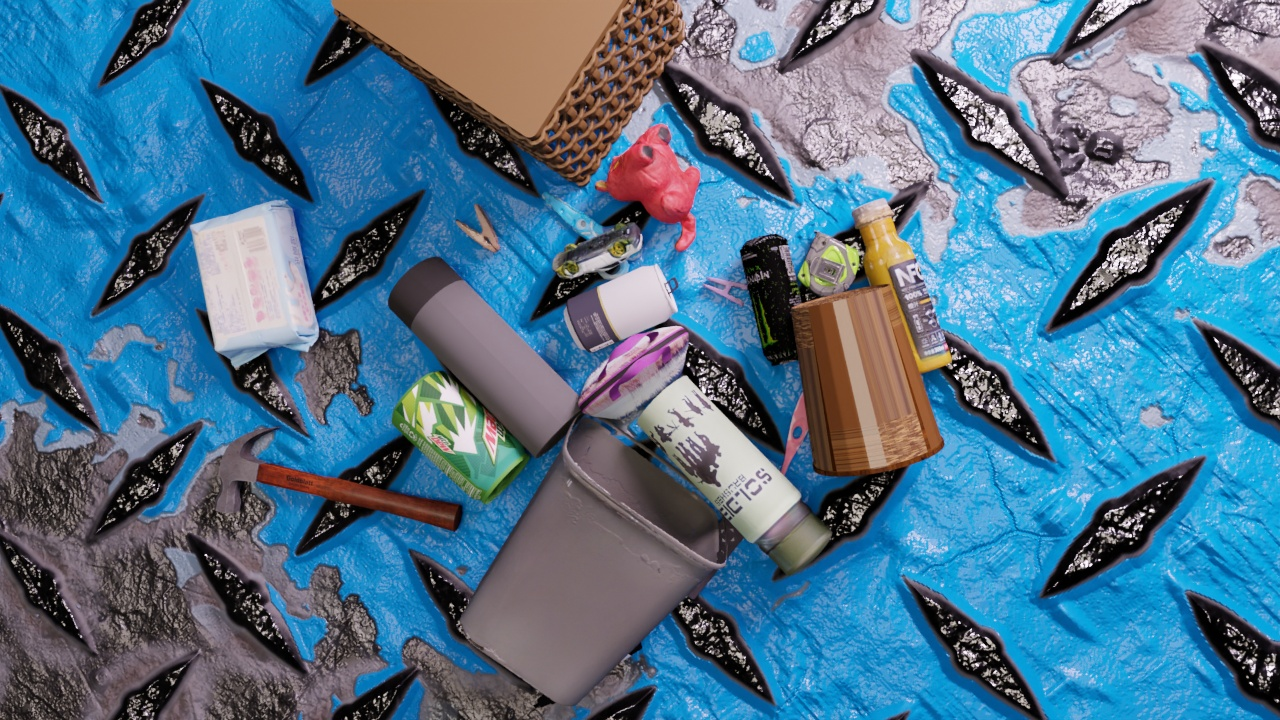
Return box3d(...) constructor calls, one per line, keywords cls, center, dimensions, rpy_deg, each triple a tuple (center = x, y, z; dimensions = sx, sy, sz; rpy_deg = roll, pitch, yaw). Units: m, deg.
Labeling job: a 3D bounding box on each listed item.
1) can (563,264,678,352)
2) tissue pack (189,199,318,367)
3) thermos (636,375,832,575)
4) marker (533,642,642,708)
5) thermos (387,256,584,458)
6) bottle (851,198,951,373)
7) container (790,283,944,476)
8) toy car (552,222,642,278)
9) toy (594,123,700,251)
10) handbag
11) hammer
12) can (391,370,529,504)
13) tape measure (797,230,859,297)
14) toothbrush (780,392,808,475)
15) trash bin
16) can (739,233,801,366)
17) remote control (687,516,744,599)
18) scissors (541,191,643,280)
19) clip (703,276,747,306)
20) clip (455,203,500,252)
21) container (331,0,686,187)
box3d(cls="can", center=(-0.017, -0.059, 1.007), dimensions=(0.127, 0.064, 0.064), rpy_deg=(-23, 86, 8))
box3d(cls="tissue pack", center=(-0.449, -0.089, 1.076), dimensions=(0.112, 0.070, 0.182), rpy_deg=(-12, 90, 9))
box3d(cls="thermos", center=(0.100, 0.126, 0.974), dimensions=(0.082, 0.082, 0.231), rpy_deg=(-46, 78, 6))
box3d(cls="marker", center=(-0.063, 0.356, 1.039), dimensions=(0.146, 0.019, 0.019), rpy_deg=(-34, 85, 8))
box3d(cls="thermos", center=(-0.170, -0.005, 1.023), dimensions=(0.240, 0.082, 0.082), rpy_deg=(45, 96, 6))
box3d(cls="bottle", center=(0.272, -0.077, 0.966), dimensions=(0.053, 0.053, 0.186), rpy_deg=(-19, 87, 9))
box3d(cls="container", center=(0.220, 0.016, 0.924), dimensions=(0.132, 0.132, 0.167), rpy_deg=(-14, 95, 9))
box3d(cls="toy car", center=(-0.046, -0.118, 1.013), dimensions=(0.105, 0.048, 0.033), rpy_deg=(-20, 124, 12))
box3d(cls="toy", center=(0.016, -0.182, 1.013), dimensions=(0.094, 0.087, 0.133), rpy_deg=(-18, 109, 40))
box3d(cls="handbag", center=(-0.006, 0.006, 0.948), dimensions=(0.144, 0.170, 0.068), rpy_deg=(-37, 84, -4))
box3d(cls="hammer", center=(-0.355, 0.153, 1.082), dimensions=(0.301, 0.028, 0.111), rpy_deg=(11, 93, 9))
box3d(cls="can", center=(-0.201, 0.086, 1.028), dimensions=(0.144, 0.083, 0.083), rpy_deg=(42, 96, 7))
box3d(cls="tape measure", center=(0.203, -0.099, 0.986), dimensions=(0.059, 0.036, 0.065), rpy_deg=(21, 93, 8))
box3d(cls="toothbrush", center=(0.169, 0.086, 1.002), dimensions=(0.021, 0.016, 0.135), rpy_deg=(19, 94, 8))
box3d(cls="trash bin", center=(-0.054, 0.208, 0.951), dimensions=(0.197, 0.197, 0.220), rpy_deg=(36, 102, -4))
box3d(cls="can", center=(0.146, -0.065, 0.986), dimensions=(0.054, 0.054, 0.137), rpy_deg=(-13, 89, 9))
box3d(cls="remote control", center=(0.089, 0.203, 1.016), dimensions=(0.032, 0.015, 0.136), rpy_deg=(39, 93, 7))
box3d(cls="scissors", center=(-0.059, -0.149, 1.042), dimensions=(0.135, 0.015, 0.066), rpy_deg=(39, 99, 9))
box3d(cls="clip", center=(0.099, -0.083, 1.016), dimensions=(0.052, 0.014, 0.041), rpy_deg=(43, 97, 4))
box3d(cls="clip", center=(-0.180, -0.154, 1.056), dimensions=(0.060, 0.024, 0.039), rpy_deg=(36, 98, -3))
box3d(cls="container", center=(-0.122, -0.355, 0.948), dimensions=(0.251, 0.214, 0.219), rpy_deg=(35, 95, 7))
